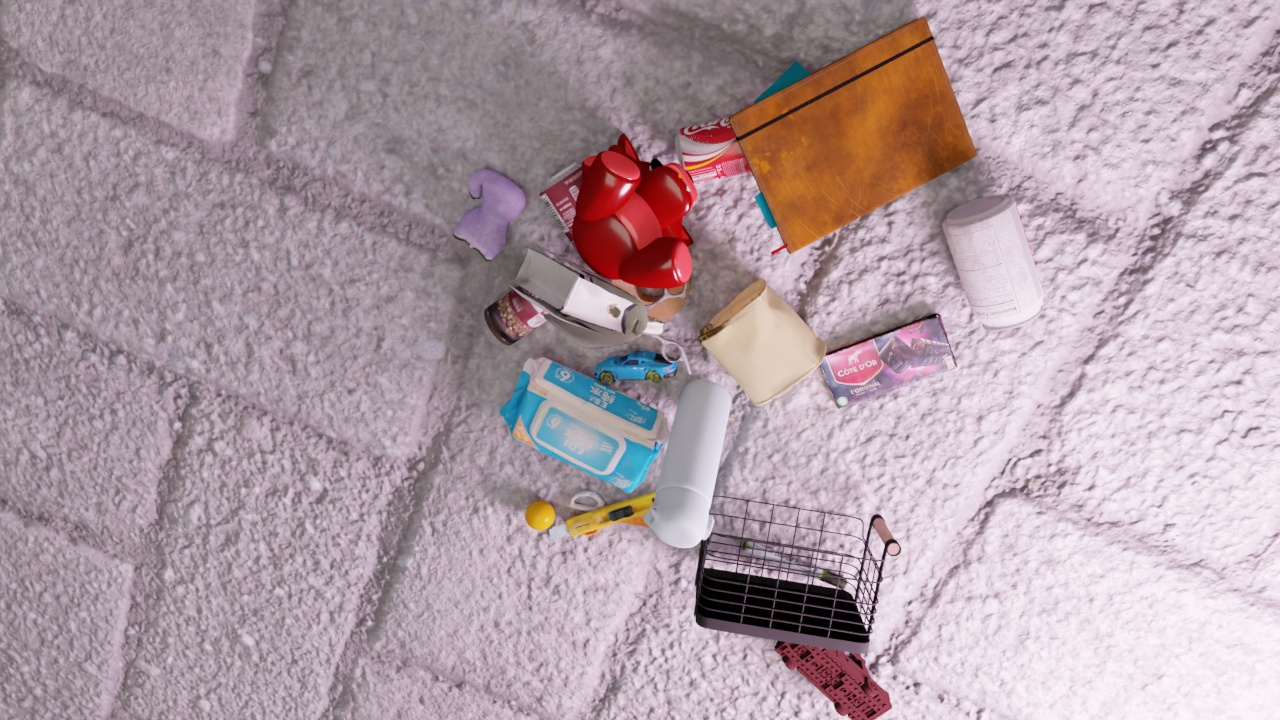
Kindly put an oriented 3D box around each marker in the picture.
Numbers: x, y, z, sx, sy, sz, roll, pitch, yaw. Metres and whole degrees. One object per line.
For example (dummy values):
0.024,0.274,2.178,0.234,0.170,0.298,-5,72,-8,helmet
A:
0.206,0.273,1.226,0.146,0.017,0.017,21,112,0,marker

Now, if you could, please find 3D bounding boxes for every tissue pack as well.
-0.073,0.079,1.158,0.209,0.065,0.117,27,128,-1,tissue pack

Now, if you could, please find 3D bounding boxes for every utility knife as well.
-0.044,0.210,1.228,0.176,0.017,0.030,-19,95,16,utility knife

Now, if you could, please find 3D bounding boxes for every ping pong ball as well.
-0.136,0.209,1.238,0.040,0.040,0.040,3,111,7,ping pong ball

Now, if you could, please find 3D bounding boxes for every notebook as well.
0.220,-0.243,0.985,0.249,0.014,0.178,-28,105,-1,notebook

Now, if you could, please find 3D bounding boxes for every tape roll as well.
0.014,-0.094,1.107,0.094,0.027,0.094,3,111,7,tape roll

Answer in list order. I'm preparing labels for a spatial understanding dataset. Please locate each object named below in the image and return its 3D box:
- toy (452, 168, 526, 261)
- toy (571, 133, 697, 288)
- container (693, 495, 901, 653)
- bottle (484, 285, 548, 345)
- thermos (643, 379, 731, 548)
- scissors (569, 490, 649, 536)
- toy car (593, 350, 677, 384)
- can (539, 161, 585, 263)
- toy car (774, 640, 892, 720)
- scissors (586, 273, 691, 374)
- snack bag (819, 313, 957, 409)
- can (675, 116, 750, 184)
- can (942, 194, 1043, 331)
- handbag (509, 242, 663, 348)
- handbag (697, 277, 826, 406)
-0.184,-0.178,1.101,0.080,0.036,0.100,37,107,4,toy
0.002,-0.163,0.990,0.121,0.196,0.158,-30,104,27,toy
0.179,0.250,1.131,0.241,0.162,0.130,9,99,3,container
-0.134,-0.068,1.123,0.105,0.056,0.056,-32,103,18,bottle
0.061,0.121,1.085,0.078,0.206,0.065,23,140,-8,thermos
-0.035,0.204,1.238,0.131,0.012,0.073,-2,111,10,scissors
-0.007,0.007,1.138,0.105,0.048,0.032,-2,110,10,toy car
-0.064,-0.170,1.070,0.063,0.063,0.114,-29,104,17,can
0.262,0.418,1.249,0.170,0.061,0.070,43,110,-9,toy car
0.003,-0.046,1.101,0.142,0.014,0.171,-30,99,15,scissors
0.297,0.001,1.109,0.155,0.018,0.074,-21,107,17,snack bag
0.095,-0.237,1.020,0.105,0.064,0.064,-11,109,12,can
0.393,-0.108,1.019,0.078,0.078,0.136,-21,107,15,can
-0.047,-0.055,1.026,0.176,0.151,0.074,22,96,-36,handbag
0.141,-0.023,1.091,0.111,0.081,0.119,-39,103,27,handbag
